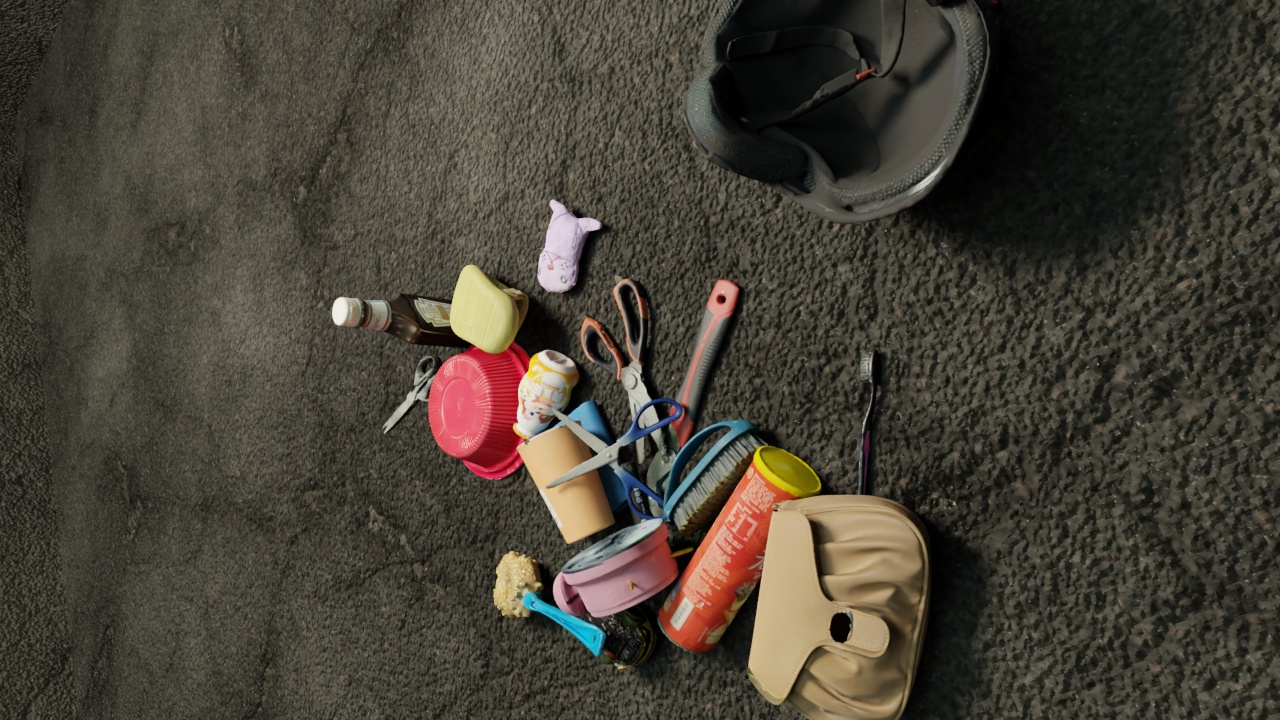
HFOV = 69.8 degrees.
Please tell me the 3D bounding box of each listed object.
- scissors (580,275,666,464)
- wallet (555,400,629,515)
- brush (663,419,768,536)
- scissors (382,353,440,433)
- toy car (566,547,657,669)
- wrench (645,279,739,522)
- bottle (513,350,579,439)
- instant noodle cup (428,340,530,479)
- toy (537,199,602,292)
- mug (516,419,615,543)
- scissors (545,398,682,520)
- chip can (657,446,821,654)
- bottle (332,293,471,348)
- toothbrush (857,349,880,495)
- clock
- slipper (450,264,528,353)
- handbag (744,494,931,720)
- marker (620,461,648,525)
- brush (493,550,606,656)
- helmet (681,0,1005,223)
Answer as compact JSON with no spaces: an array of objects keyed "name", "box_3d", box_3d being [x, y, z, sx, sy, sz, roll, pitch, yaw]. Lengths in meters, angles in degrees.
[{"name":"scissors","box_3d":[-0.018,0.009,1.054,0.216,0.015,0.196,26,102,43]},{"name":"wallet","box_3d":[-0.068,0.129,1.084,0.107,0.040,0.133,-39,62,28]},{"name":"brush","box_3d":[0.070,0.113,0.946,0.144,0.055,0.073,-54,55,26]},{"name":"scissors","box_3d":[-0.340,0.050,1.355,0.175,0.014,0.136,1,89,45]},{"name":"toy car","box_3d":[-0.037,0.276,1.041,0.156,0.041,0.071,47,118,41]},{"name":"wrench","box_3d":[0.055,0.045,0.992,0.056,0.016,0.273,23,103,37]},{"name":"bottle","box_3d":[-0.119,0.044,1.118,0.063,0.063,0.108,40,113,37]},{"name":"instant noodle cup","box_3d":[-0.215,0.060,1.204,0.194,0.065,0.193,-4,83,41]},{"name":"toy","box_3d":[-0.092,-0.133,1.123,0.084,0.038,0.108,27,104,31]},{"name":"mug","box_3d":[-0.079,0.138,1.025,0.078,0.078,0.122,-30,80,37]},{"name":"scissors","box_3d":[-0.021,0.099,0.986,0.173,0.012,0.162,41,92,-3]},{"name":"chip can","box_3d":[0.095,0.190,0.908,0.073,0.073,0.217,43,115,35]},{"name":"bottle","box_3d":[-0.308,-0.055,1.207,0.044,0.194,0.080,-54,55,25]},{"name":"toothbrush","box_3d":[0.207,0.084,0.853,0.018,0.014,0.189,5,91,52]},{"name":"clock","box_3d":[-0.028,0.220,0.958,0.159,0.117,0.060,-25,91,49]},{"name":"slipper","box_3d":[-0.185,-0.058,1.173,0.190,0.081,0.092,37,108,57]},{"name":"handbag","box_3d":[0.174,0.219,0.801,0.148,0.099,0.204,9,94,17]},{"name":"marker","box_3d":[0.001,0.177,1.018,0.022,0.020,0.132,-19,83,40]},{"name":"brush","box_3d":[-0.107,0.287,1.068,0.255,0.045,0.083,10,83,56]},{"name":"helmet","box_3d":[0.182,-0.244,0.757,0.234,0.229,0.274,-47,68,40]}]
